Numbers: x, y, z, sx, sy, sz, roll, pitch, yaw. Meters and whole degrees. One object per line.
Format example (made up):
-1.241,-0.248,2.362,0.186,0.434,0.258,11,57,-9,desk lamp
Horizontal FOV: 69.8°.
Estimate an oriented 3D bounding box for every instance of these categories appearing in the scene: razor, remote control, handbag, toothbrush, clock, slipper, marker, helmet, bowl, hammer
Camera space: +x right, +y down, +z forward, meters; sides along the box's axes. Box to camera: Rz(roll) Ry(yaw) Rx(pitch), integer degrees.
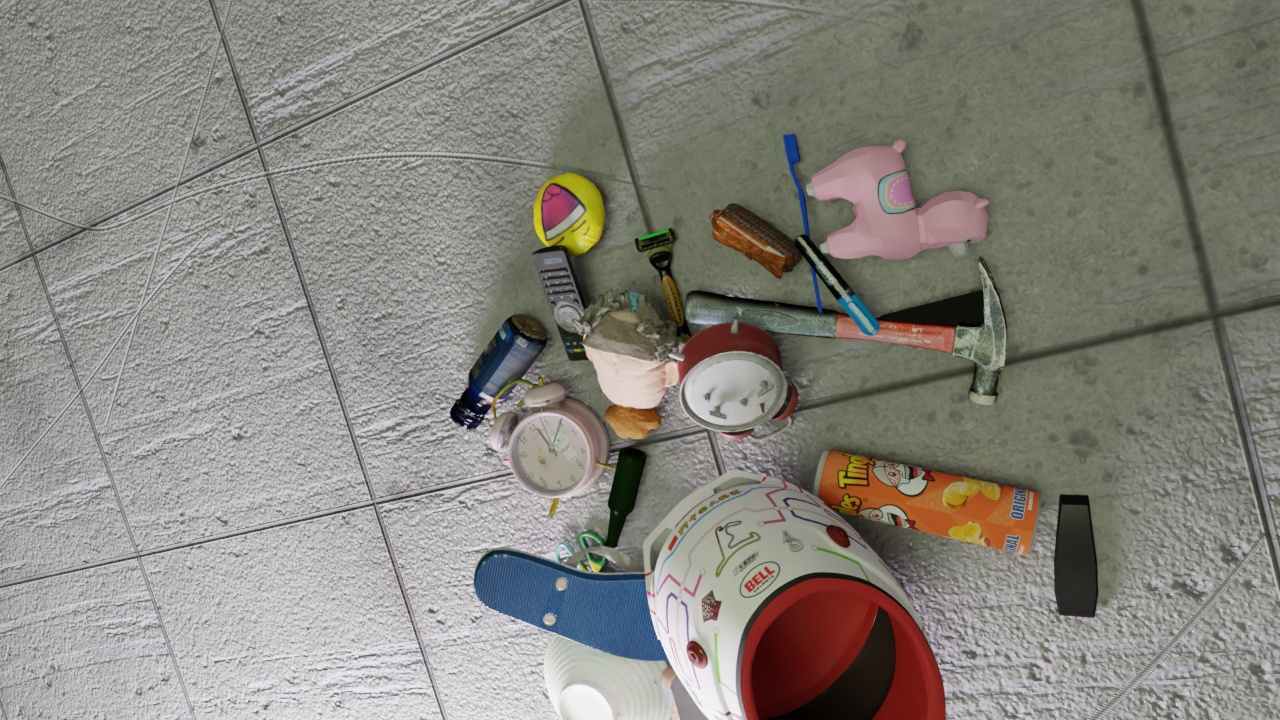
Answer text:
0.034,-0.071,1.012,0.044,0.021,0.144,-16,94,3,razor
-0.081,-0.063,1.047,0.045,0.021,0.140,-2,118,29,remote control
0.100,-0.112,0.880,0.093,0.195,0.043,37,106,10,handbag
0.167,-0.140,0.925,0.011,0.016,0.186,-12,82,17,toothbrush
0.105,0.035,0.955,0.110,0.061,0.157,-28,125,20,clock
-0.051,0.281,1.086,0.295,0.060,0.118,13,102,0,slipper
0.193,-0.074,0.905,0.018,0.015,0.123,-39,87,22,marker
-0.110,0.091,1.075,0.117,0.058,0.158,-39,86,13,clock
0.143,0.264,0.920,0.231,0.236,0.314,-38,105,-6,helmet
-0.053,0.409,1.117,0.177,0.070,0.177,5,105,20,bowl
0.428,0.193,0.902,0.039,0.010,0.125,-1,99,24,remote control
0.202,-0.046,0.937,0.327,0.036,0.140,8,105,21,hammer

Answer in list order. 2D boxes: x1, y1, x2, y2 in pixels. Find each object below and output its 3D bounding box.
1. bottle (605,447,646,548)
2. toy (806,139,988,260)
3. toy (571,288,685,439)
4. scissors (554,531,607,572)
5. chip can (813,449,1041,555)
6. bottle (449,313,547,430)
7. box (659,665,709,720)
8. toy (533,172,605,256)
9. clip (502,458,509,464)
-0.022,0.163,1.078,0.033,0.033,0.123,19,108,19,bottle
0.247,-0.149,0.881,0.158,0.067,0.123,-12,94,21,toy
-0.006,0.006,1.013,0.133,0.076,0.176,17,118,29,toy
-0.062,0.275,1.128,0.078,0.013,0.132,-18,95,21,scissors
0.285,0.141,0.924,0.210,0.062,0.062,10,104,21,chip can
-0.173,0.016,1.100,0.056,0.056,0.161,43,114,10,bottle
0.115,0.444,1.047,0.121,0.094,0.217,-18,94,-16,box
-0.080,-0.164,1.032,0.096,0.041,0.094,-30,85,32,toy
-0.144,0.122,1.129,0.059,0.022,0.039,-6,94,22,clip
